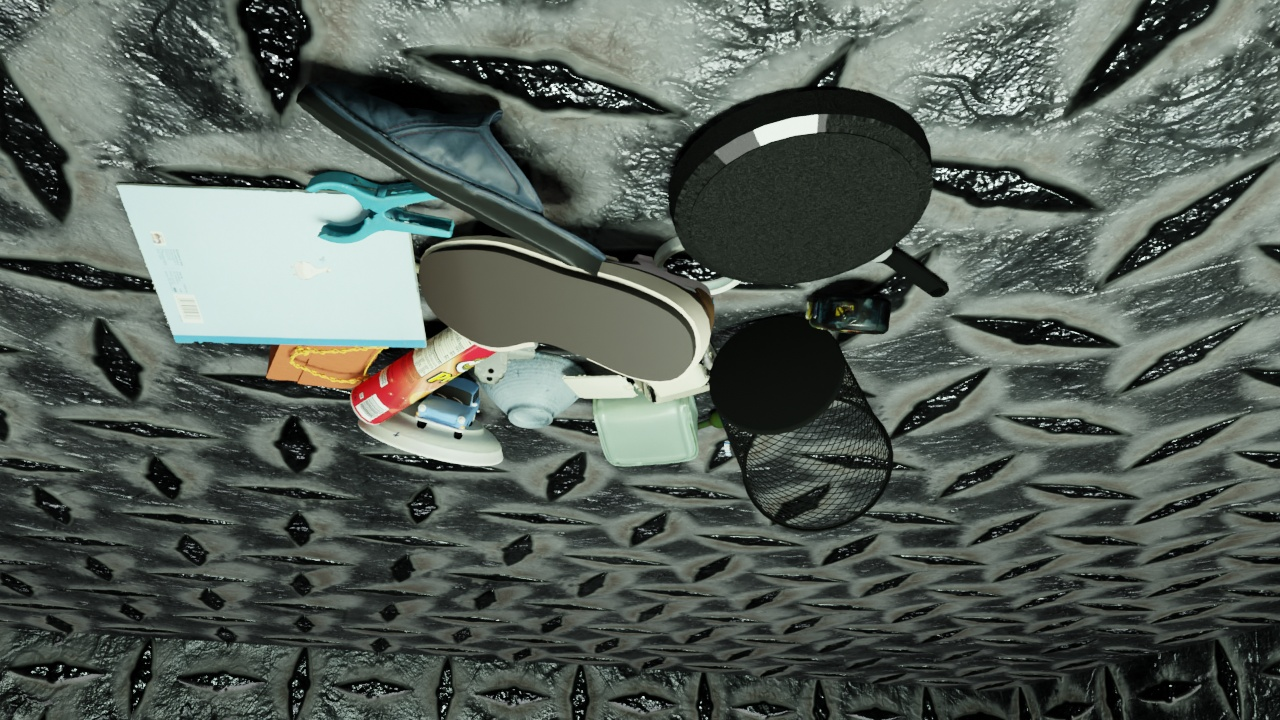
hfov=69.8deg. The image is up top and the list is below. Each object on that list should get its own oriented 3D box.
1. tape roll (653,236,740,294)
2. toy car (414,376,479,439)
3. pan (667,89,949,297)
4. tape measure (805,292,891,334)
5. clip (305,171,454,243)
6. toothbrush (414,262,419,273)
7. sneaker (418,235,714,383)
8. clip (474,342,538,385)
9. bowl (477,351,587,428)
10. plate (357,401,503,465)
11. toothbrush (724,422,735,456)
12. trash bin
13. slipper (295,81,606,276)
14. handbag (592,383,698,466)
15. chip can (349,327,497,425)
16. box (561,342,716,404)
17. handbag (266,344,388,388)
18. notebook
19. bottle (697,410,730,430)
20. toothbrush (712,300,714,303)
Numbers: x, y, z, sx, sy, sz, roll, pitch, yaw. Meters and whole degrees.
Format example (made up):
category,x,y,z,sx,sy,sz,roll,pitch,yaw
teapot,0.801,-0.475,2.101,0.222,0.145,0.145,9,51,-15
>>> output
category,x,y,z,sx,sy,sz,roll,pitch,yaw
tape roll,0.059,-0.094,0.902,0.093,0.013,0.093,0,151,0
toy car,-0.220,0.052,1.073,0.056,0.055,0.153,17,-175,-4
pan,0.185,-0.117,0.830,0.356,0.034,0.226,24,139,-38
tape measure,0.218,-0.048,0.936,0.072,0.042,0.071,8,176,-23
clip,-0.231,-0.120,0.817,0.130,0.030,0.120,13,126,-12
toothbrush,-0.195,-0.082,0.924,0.155,0.016,0.022,14,-179,-23
sneaker,-0.065,-0.071,0.872,0.294,0.116,0.112,12,122,19
clip,-0.165,-0.007,1.026,0.102,0.059,0.052,7,132,-13
bowl,-0.132,0.046,1.116,0.137,0.057,0.137,1,151,0
plate,-0.255,0.084,1.139,0.182,0.034,0.182,17,-175,-2
toothbrush,0.104,0.068,1.159,0.014,0.014,0.168,3,139,20
trash bin,0.177,0.068,1.038,0.184,0.183,0.210,-10,144,18
slipper,-0.133,-0.162,0.728,0.265,0.083,0.109,27,-178,-19
handbag,0.011,0.072,1.147,0.122,0.067,0.106,-6,133,11
chip can,-0.225,0.003,0.999,0.215,0.051,0.051,-29,141,24
box,-0.007,0.006,1.040,0.184,0.044,0.143,-15,151,12
handbag,-0.335,-0.019,1.002,0.108,0.060,0.172,11,150,-27
notebook,-0.339,-0.084,0.869,0.253,0.009,0.181,2,131,-2
bottle,0.111,0.074,1.196,0.106,0.025,0.025,-23,144,35
toothbrush,0.011,-0.063,0.955,0.135,0.017,0.022,5,148,-9
